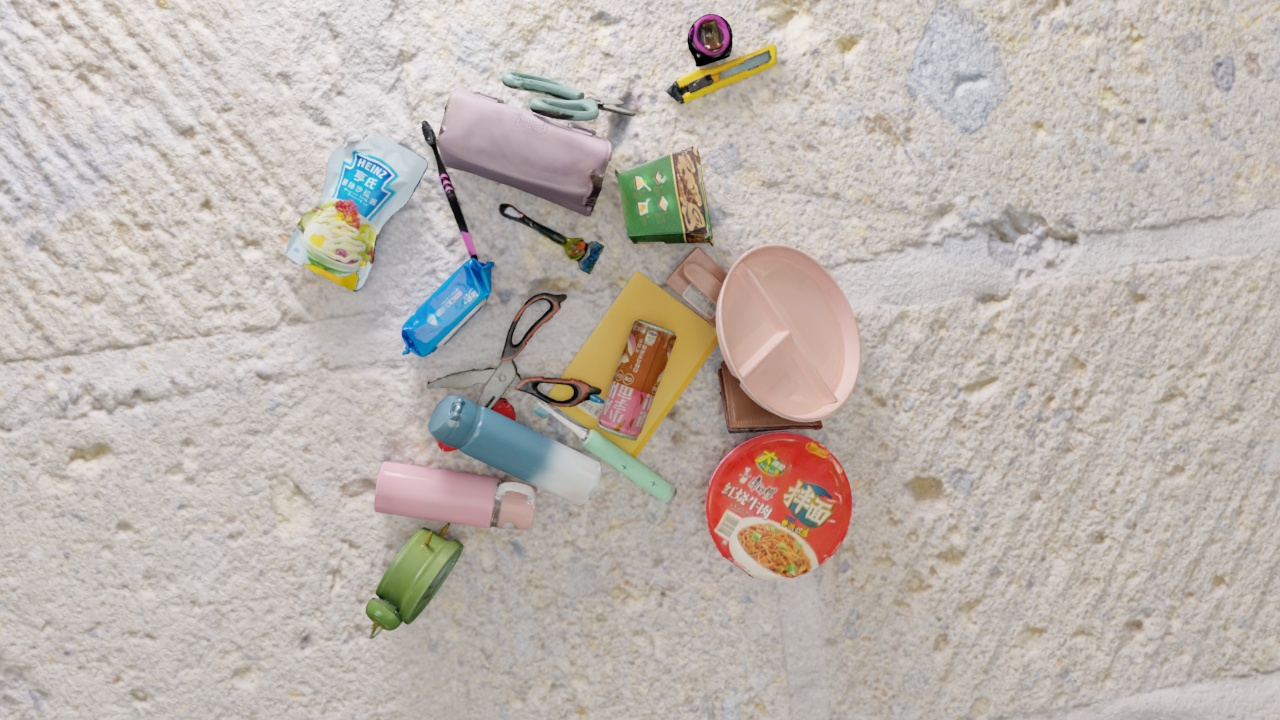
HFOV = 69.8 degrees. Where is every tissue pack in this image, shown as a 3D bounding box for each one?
[{"bbox_3d":[-0.233,-0.064,1.130,0.052,0.095,0.157,44,88,-8],"label":"tissue pack"}]

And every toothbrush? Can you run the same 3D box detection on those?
[{"bbox_3d":[-0.240,-0.211,1.156,0.014,0.017,0.189,-18,98,5],"label":"toothbrush"},{"bbox_3d":[-0.044,0.116,1.180,0.224,0.026,0.027,37,104,-15],"label":"toothbrush"}]

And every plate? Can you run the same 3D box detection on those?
[{"bbox_3d":[0.185,-0.034,1.151,0.229,0.028,0.229,10,71,-30],"label":"plate"}]

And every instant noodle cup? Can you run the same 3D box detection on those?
[{"bbox_3d":[0.174,0.185,1.202,0.194,0.066,0.194,0,94,-6],"label":"instant noodle cup"}]

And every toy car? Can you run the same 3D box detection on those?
[{"bbox_3d":[-0.212,0.082,1.176,0.106,0.031,0.049,-17,97,-5],"label":"toy car"}]

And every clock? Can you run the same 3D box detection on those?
[{"bbox_3d":[-0.286,0.279,1.146,0.056,0.116,0.161,33,88,4],"label":"clock"}]

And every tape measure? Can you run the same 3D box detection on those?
[{"bbox_3d":[0.088,-0.406,1.156,0.057,0.039,0.058,-17,96,-3],"label":"tape measure"}]

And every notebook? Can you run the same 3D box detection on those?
[{"bbox_3d":[-0.007,0.007,1.198,0.146,0.010,0.206,35,91,-7],"label":"notebook"}]

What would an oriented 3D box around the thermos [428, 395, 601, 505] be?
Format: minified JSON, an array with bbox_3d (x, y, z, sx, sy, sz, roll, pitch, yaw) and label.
[{"bbox_3d":[-0.155,0.110,1.138,0.220,0.070,0.070,28,92,-23],"label":"thermos"}]

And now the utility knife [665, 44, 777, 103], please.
[{"bbox_3d":[0.106,-0.368,1.173,0.154,0.015,0.033,-23,99,-3],"label":"utility knife"}]

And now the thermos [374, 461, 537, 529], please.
[{"bbox_3d":[-0.230,0.169,1.156,0.198,0.087,0.067,9,55,-4],"label":"thermos"}]

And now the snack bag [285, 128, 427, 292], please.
[{"bbox_3d":[-0.353,-0.190,1.138,0.110,0.039,0.191,27,91,4],"label":"snack bag"}]

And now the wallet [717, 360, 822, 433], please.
[{"bbox_3d":[0.166,0.046,1.181,0.124,0.032,0.101,-3,59,-4],"label":"wallet"}]

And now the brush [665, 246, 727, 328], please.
[{"bbox_3d":[0.104,-0.074,1.170,0.145,0.073,0.063,43,89,-9],"label":"brush"}]

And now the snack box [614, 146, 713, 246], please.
[{"bbox_3d":[0.031,-0.193,1.139,0.106,0.118,0.117,-10,89,7],"label":"snack box"}]

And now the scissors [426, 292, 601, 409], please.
[{"bbox_3d":[-0.159,0.009,1.163,0.222,0.015,0.189,-1,92,-11],"label":"scissors"}]

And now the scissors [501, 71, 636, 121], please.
[{"bbox_3d":[-0.085,-0.310,1.102,0.173,0.178,0.019,13,117,-10],"label":"scissors"}]

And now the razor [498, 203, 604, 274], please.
[{"bbox_3d":[-0.117,-0.162,1.168,0.142,0.022,0.042,29,90,-6],"label":"razor"}]

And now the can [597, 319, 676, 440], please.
[{"bbox_3d":[-0.005,0.024,1.164,0.058,0.058,0.147,20,93,-7],"label":"can"}]

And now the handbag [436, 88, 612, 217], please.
[{"bbox_3d":[-0.135,-0.250,1.097,0.197,0.145,0.098,18,96,-7],"label":"handbag"}]
